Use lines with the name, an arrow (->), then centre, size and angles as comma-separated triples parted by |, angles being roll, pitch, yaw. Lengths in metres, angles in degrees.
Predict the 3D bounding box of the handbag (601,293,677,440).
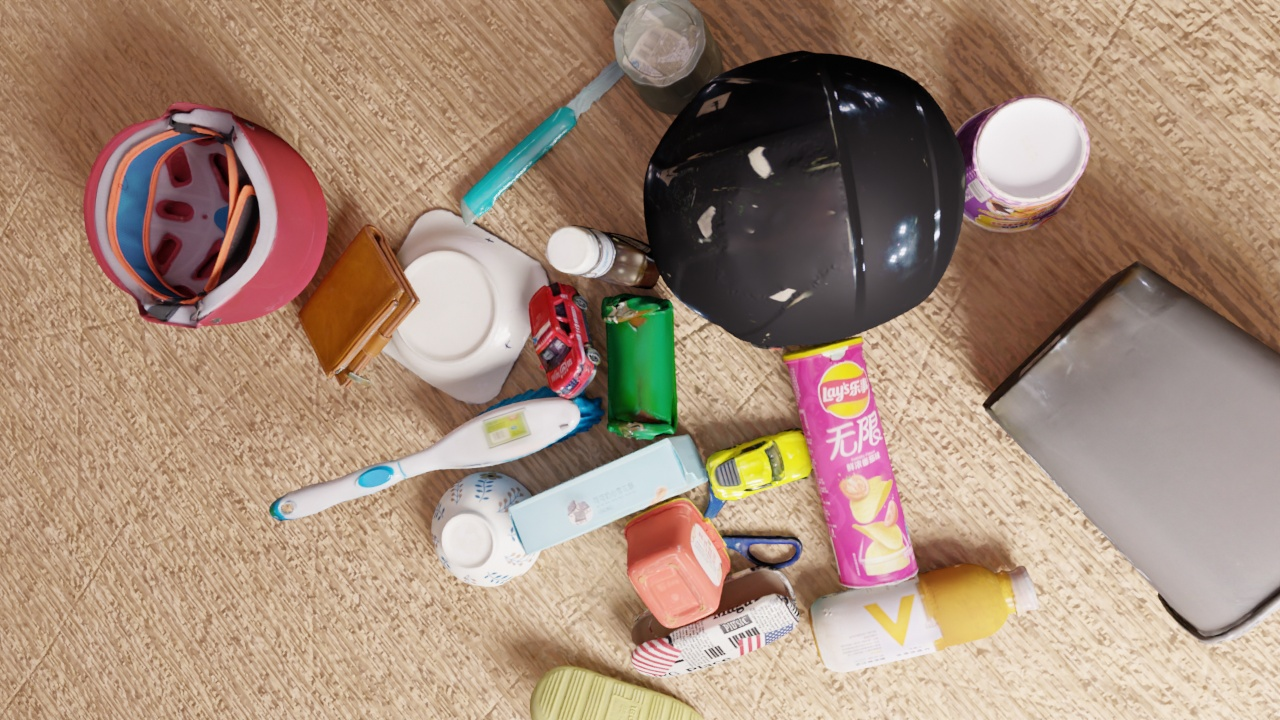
handbag -> -0.005, 0.005, 0.819 | 0.068, 0.120, 0.131 | -1, 91, 7

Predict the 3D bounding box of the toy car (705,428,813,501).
toy car -> 0.111, 0.094, 0.829 | 0.105, 0.032, 0.048 | -16, 86, -8

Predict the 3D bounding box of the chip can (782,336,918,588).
chip can -> 0.184, 0.088, 0.804 | 0.071, 0.071, 0.210 | -14, 91, 13

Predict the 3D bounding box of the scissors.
scissors -> 0.072, 0.158, 0.866 | 0.162, 0.012, 0.176 | 21, 100, 12

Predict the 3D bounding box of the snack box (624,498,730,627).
snack box -> 0.033, 0.183, 0.820 | 0.082, 0.080, 0.091 | -28, 109, 17

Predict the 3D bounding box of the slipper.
slipper -> -0.018, 0.358, 0.872 | 0.190, 0.091, 0.082 | 25, 139, 1

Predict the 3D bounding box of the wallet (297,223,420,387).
wallet -> -0.277, -0.048, 0.899 | 0.131, 0.035, 0.119 | -44, 68, 22

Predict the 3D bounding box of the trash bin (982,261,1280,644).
trash bin -> 0.399, 0.058, 0.698 | 0.220, 0.198, 0.199 | 44, 102, 14

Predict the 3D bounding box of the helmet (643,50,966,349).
helmet -> 0.114, -0.126, 0.738 | 0.275, 0.229, 0.233 | -10, 89, 33

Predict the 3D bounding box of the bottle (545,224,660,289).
bottle -> -0.032, -0.089, 0.779 | 0.080, 0.194, 0.044 | 22, 98, 11

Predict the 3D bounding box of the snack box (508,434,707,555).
snack box -> -0.029, 0.123, 0.848 | 0.175, 0.074, 0.051 | -25, 82, 16

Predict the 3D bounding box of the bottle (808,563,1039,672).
bottle -> 0.245, 0.220, 0.800 | 0.190, 0.068, 0.068 | -18, 89, 13

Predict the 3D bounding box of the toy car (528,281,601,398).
toy car -> -0.073, -0.020, 0.842 | 0.053, 0.045, 0.120 | -47, 44, 30

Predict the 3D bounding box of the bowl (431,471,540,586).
bowl -> -0.157, 0.170, 0.895 | 0.113, 0.062, 0.113 | 1, 95, 14

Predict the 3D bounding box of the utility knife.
utility knife -> -0.093, -0.210, 0.878 | 0.221, 0.013, 0.029 | -41, 87, 9

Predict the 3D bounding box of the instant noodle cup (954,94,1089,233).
instant noodle cup -> 0.309, -0.164, 0.745 | 0.112, 0.099, 0.111 | 0, 92, 12

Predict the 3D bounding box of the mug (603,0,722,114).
mug -> 0.011, -0.281, 0.803 | 0.084, 0.103, 0.124 | -44, 86, 11

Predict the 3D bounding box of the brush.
brush -> -0.193, 0.090, 0.873 | 0.315, 0.109, 0.060 | -18, 92, 13

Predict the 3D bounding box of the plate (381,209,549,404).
plate -> -0.186, -0.052, 0.901 | 0.163, 0.034, 0.164 | 30, 101, 10

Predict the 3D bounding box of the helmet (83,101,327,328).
helmet -> -0.406, -0.135, 0.895 | 0.240, 0.143, 0.207 | 13, 96, 26

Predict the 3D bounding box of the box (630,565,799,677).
box -> 0.068, 0.253, 0.838 | 0.164, 0.081, 0.075 | -24, 103, 12
